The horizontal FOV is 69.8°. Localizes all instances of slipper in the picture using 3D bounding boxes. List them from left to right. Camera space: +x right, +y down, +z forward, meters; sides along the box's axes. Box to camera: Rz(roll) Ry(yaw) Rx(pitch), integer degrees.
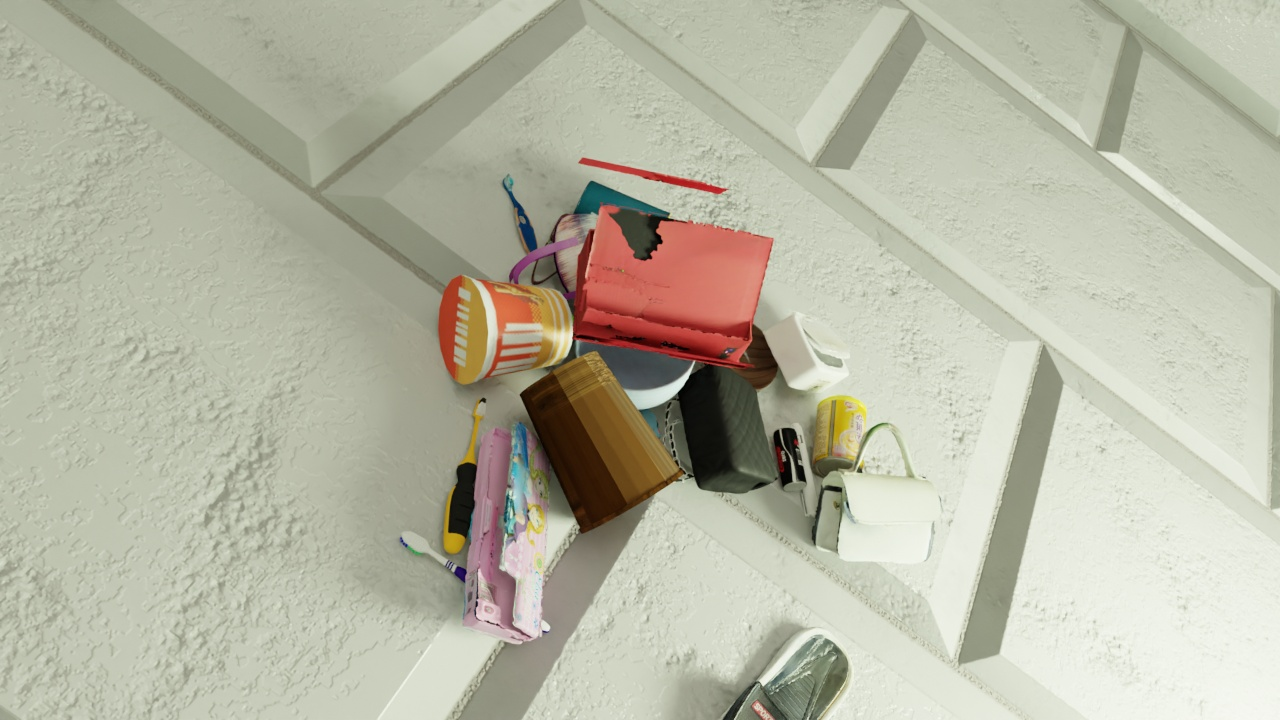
[{"bbox_3d":[0.159,0.393,1.004,0.111,0.063,0.263,48,49,7],"label":"slipper"}]

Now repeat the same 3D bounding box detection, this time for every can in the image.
[{"bbox_3d":[0.196,0.129,1.206,0.031,0.032,0.080,7,58,-23],"label":"can"},{"bbox_3d":[0.269,0.105,1.235,0.067,0.068,0.104,23,53,-13],"label":"can"}]

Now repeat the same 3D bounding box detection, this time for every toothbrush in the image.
[{"bbox_3d":[-0.192,0.123,1.018,0.031,0.031,0.196,26,47,-26],"label":"toothbrush"},{"bbox_3d":[-0.173,0.234,0.964,0.186,0.016,0.015,35,51,-6],"label":"toothbrush"},{"bbox_3d":[-0.162,-0.197,1.240,0.021,0.017,0.135,-9,65,-28],"label":"toothbrush"}]

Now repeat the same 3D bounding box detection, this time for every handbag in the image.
[{"bbox_3d":[-0.112,-0.143,1.229,0.055,0.029,0.119,38,56,-7],"label":"handbag"},{"bbox_3d":[-0.089,-0.116,1.192,0.169,0.068,0.144,-20,91,-28],"label":"handbag"},{"bbox_3d":[0.099,0.098,1.158,0.125,0.115,0.153,23,45,-45],"label":"handbag"},{"bbox_3d":[0.306,0.166,1.163,0.151,0.074,0.176,8,89,-23],"label":"handbag"}]

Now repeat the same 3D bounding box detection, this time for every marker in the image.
[{"bbox_3d":[0.216,0.144,1.218,0.020,0.017,0.133,-12,60,8],"label":"marker"}]

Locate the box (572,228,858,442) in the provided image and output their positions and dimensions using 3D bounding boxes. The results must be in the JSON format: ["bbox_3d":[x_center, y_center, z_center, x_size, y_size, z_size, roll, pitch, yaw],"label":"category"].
[{"bbox_3d":[0.048,-0.021,0.978,0.212,0.128,0.424,11,22,-13],"label":"box"}]

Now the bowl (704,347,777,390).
[{"bbox_3d":[0.128,-0.004,1.256,0.119,0.032,0.119,13,56,-20],"label":"bowl"}]

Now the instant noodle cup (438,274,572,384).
[{"bbox_3d":[-0.156,-0.038,1.084,0.120,0.124,0.123,-4,62,-37],"label":"instant noodle cup"}]

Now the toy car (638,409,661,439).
[{"bbox_3d":[-0.014,0.096,1.123,0.060,0.028,0.107,41,51,2],"label":"toy car"}]

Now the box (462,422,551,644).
[{"bbox_3d":[-0.130,0.175,0.972,0.084,0.063,0.229,27,44,-31],"label":"box"}]

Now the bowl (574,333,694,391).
[{"bbox_3d":[-0.007,0.007,1.141,0.150,0.075,0.150,1,46,-1],"label":"bowl"}]

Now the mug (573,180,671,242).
[{"bbox_3d":[-0.028,-0.197,1.275,0.121,0.078,0.078,26,52,-4],"label":"mug"}]

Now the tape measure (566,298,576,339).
[{"bbox_3d":[-0.093,-0.050,1.153,0.036,0.066,0.058,44,44,14],"label":"tape measure"}]

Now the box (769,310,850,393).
[{"bbox_3d":[0.247,-0.023,1.265,0.107,0.102,0.102,12,51,-54],"label":"box"}]

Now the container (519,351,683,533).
[{"bbox_3d":[-0.050,0.086,1.026,0.131,0.132,0.167,-27,85,-37],"label":"container"}]
